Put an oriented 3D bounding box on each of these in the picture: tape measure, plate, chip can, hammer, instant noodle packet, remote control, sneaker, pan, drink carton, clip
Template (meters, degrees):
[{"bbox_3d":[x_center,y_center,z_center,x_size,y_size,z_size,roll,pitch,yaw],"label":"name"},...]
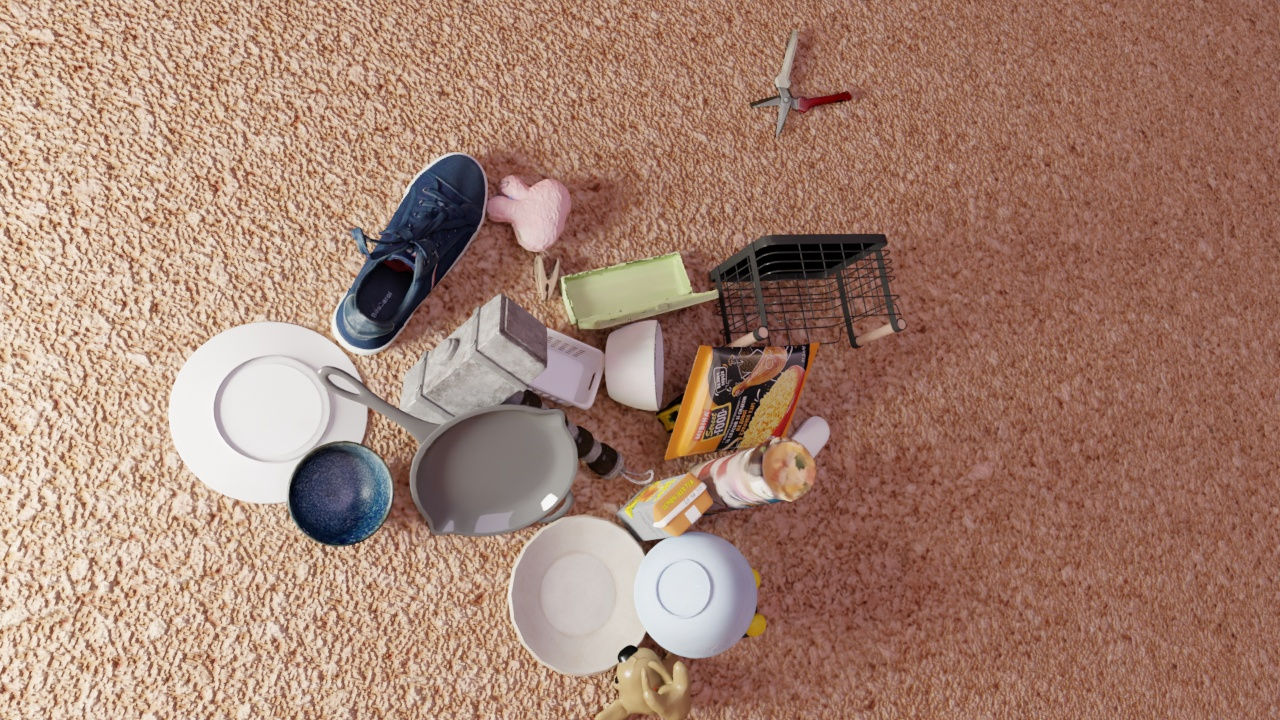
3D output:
[{"bbox_3d":[0.064,0.064,1.216,0.067,0.063,0.038,-34,92,-28],"label":"tape measure"},{"bbox_3d":[-0.414,0.056,1.032,0.208,0.015,0.208,6,74,-23],"label":"plate"},{"bbox_3d":[0.123,0.147,1.128,0.079,0.230,0.079,5,75,-20],"label":"chip can"},{"bbox_3d":[-0.072,0.285,1.119,0.188,0.027,0.188,6,74,-23],"label":"plate"},{"bbox_3d":[-0.114,0.073,1.106,0.326,0.177,0.079,38,27,-32],"label":"hammer"},{"bbox_3d":[0.136,0.052,1.200,0.220,0.032,0.160,-2,117,-39],"label":"instant noodle packet"},{"bbox_3d":[0.222,0.131,1.297,0.043,0.013,0.136,48,64,-6],"label":"remote control"},{"bbox_3d":[-0.266,-0.147,1.091,0.120,0.127,0.293,33,64,-14],"label":"sneaker"},{"bbox_3d":[-0.209,0.094,1.023,0.217,0.024,0.354,-43,127,12],"label":"pan"},{"bbox_3d":[0.028,0.183,1.134,0.076,0.125,0.048,-39,94,-27],"label":"drink carton"},{"bbox_3d":[-0.118,-0.108,1.203,0.041,0.024,0.060,-7,90,-24],"label":"clip"}]

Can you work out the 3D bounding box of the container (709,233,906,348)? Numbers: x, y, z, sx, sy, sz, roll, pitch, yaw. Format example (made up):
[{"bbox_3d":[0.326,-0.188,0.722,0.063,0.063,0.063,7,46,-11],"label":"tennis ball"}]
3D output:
[{"bbox_3d":[0.227,-0.085,1.270,0.241,0.163,0.130,-4,78,-25],"label":"container"}]

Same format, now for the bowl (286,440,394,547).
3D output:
[{"bbox_3d":[-0.337,0.145,1.014,0.114,0.061,0.114,2,86,-33],"label":"bowl"}]

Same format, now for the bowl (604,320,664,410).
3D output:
[{"bbox_3d":[-0.007,0.007,1.176,0.066,0.116,0.116,-1,75,7],"label":"bowl"}]

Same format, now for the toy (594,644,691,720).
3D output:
[{"bbox_3d":[0.015,0.387,1.081,0.133,0.108,0.106,-33,105,-27],"label":"toy"}]

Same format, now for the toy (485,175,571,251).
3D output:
[{"bbox_3d":[-0.145,-0.198,1.199,0.105,0.053,0.108,25,68,-5],"label":"toy"}]

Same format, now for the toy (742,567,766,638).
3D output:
[{"bbox_3d":[0.088,0.297,1.152,0.119,0.099,0.097,-9,100,-3],"label":"toy"}]

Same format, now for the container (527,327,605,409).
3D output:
[{"bbox_3d":[-0.116,0.008,1.157,0.129,0.050,0.080,24,68,-17],"label":"container"}]

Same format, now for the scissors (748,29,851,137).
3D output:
[{"bbox_3d":[0.247,-0.441,1.453,0.198,0.015,0.179,-11,82,-25],"label":"scissors"}]

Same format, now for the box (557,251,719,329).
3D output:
[{"bbox_3d":[-0.005,-0.083,1.227,0.187,0.064,0.130,-17,42,-28],"label":"box"}]

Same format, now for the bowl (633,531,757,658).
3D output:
[{"bbox_3d":[0.057,0.271,1.078,0.151,0.075,0.150,-5,71,14],"label":"bowl"}]
